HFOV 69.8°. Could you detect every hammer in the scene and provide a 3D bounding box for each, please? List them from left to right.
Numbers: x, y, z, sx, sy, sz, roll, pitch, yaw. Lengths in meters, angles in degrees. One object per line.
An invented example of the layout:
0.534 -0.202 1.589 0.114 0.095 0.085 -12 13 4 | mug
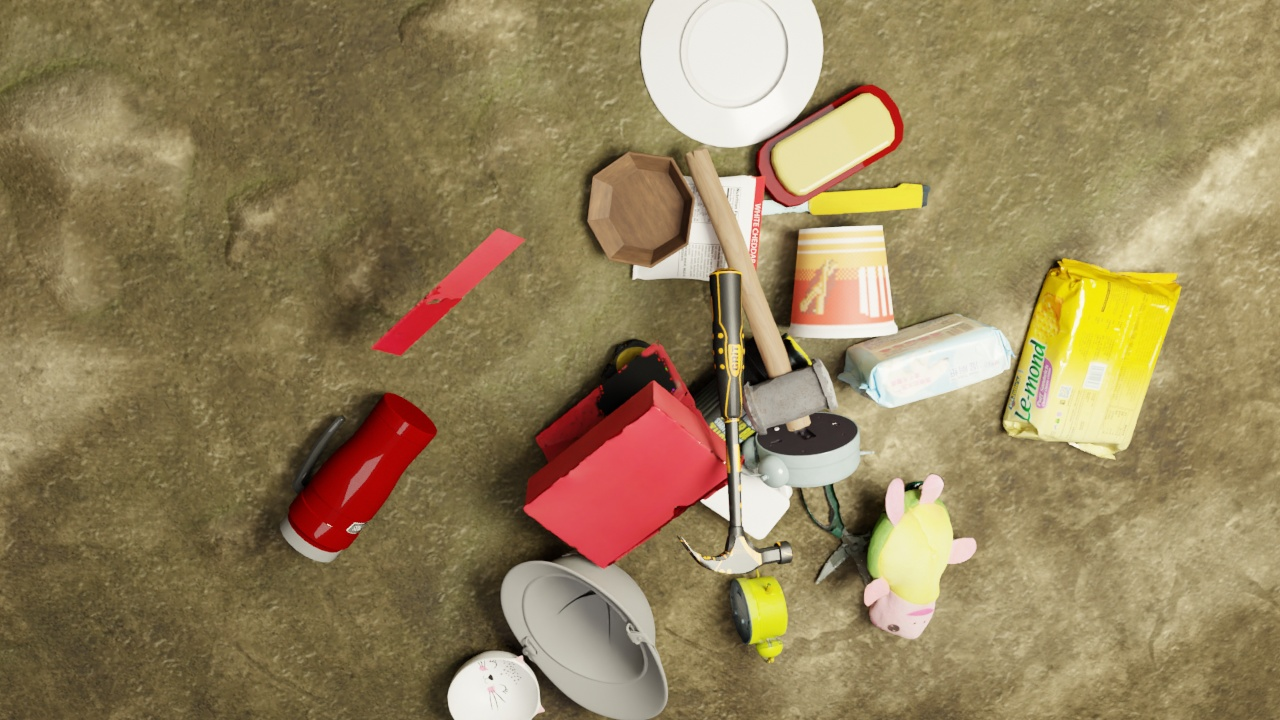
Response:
0.092 0.061 0.961 0.123 0.036 0.320 0 84 -18 | hammer
0.120 -0.080 1.011 0.098 0.052 0.328 -20 87 10 | hammer

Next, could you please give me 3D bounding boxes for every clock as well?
0.150 0.330 1.176 0.057 0.083 0.119 -7 103 -11 | clock
0.189 0.109 1.099 0.159 0.122 0.045 -15 110 -12 | clock

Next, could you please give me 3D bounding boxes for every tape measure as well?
-0.006 0.006 1.099 0.061 0.034 0.061 25 99 -12 | tape measure

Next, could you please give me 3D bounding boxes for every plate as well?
0.003 -0.170 1.038 0.131 0.025 0.131 4 101 20 | plate
0.104 -0.346 1.029 0.208 0.015 0.209 -1 105 -6 | plate

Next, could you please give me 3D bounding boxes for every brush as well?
0.217 -0.245 1.047 0.173 0.042 0.082 -30 96 2 | brush

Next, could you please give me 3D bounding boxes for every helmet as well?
-0.051 0.314 1.138 0.184 0.117 0.271 -17 115 30 | helmet

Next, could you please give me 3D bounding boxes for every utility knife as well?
0.232 -0.188 1.082 0.224 0.019 0.030 -5 100 -6 | utility knife

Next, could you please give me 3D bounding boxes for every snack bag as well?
0.066 -0.152 1.059 0.144 0.039 0.131 5 104 5 | snack bag
0.562 -0.001 1.140 0.159 0.068 0.247 9 103 -7 | snack bag

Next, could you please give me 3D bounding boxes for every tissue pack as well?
0.334 0.003 1.094 0.182 0.112 0.070 -18 104 -1 | tissue pack

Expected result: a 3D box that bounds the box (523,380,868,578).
0.087 0.173 1.149 0.215 0.477 0.171 -40 62 23 | box

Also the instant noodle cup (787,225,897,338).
0.232 -0.093 1.061 0.123 0.123 0.121 -3 97 -5 | instant noodle cup

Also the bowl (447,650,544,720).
-0.187 0.419 1.179 0.114 0.050 0.115 -1 105 -6 | bowl

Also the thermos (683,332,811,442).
0.106 0.057 1.096 0.221 0.098 0.098 -42 105 11 | thermos

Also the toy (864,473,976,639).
0.339 0.247 1.158 0.189 0.088 0.238 -20 118 -28 | toy

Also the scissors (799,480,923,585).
0.276 0.198 1.189 0.204 0.015 0.202 43 95 -15 | scissors

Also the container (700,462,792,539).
0.125 0.166 1.146 0.129 0.049 0.081 35 98 -13 | container

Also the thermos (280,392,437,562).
-0.339 0.129 1.075 0.108 0.084 0.199 40 95 5 | thermos
